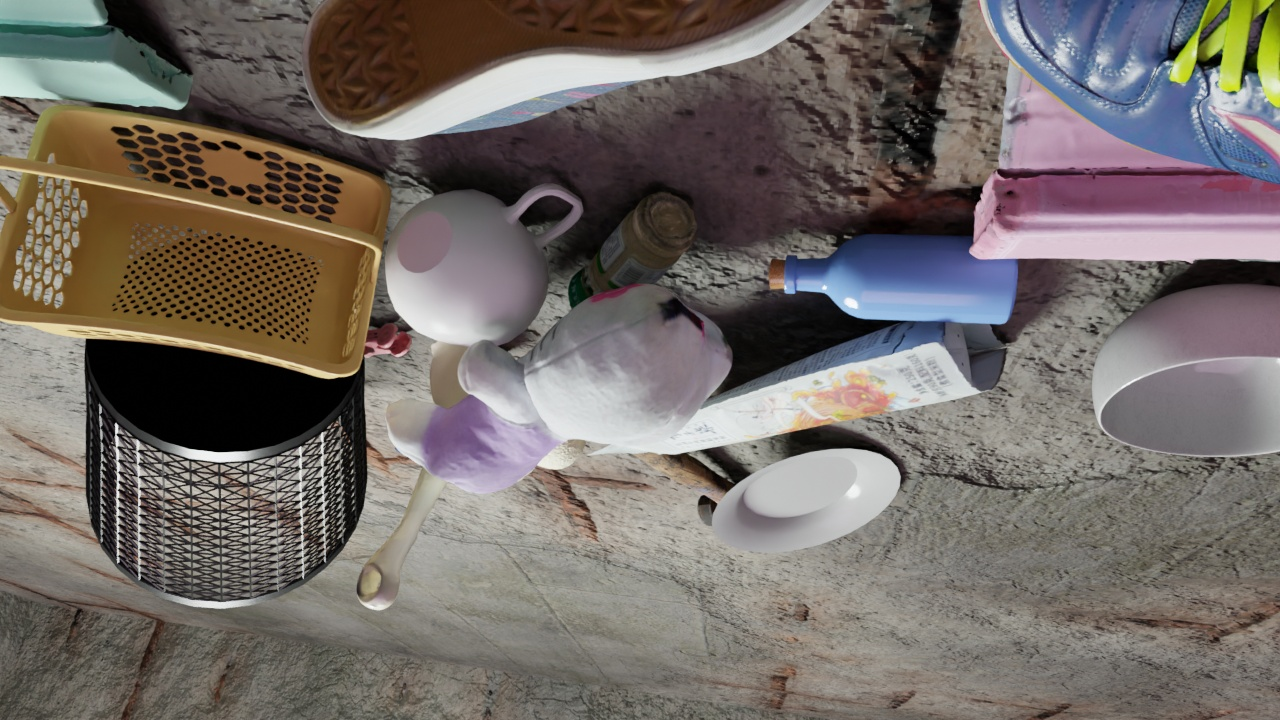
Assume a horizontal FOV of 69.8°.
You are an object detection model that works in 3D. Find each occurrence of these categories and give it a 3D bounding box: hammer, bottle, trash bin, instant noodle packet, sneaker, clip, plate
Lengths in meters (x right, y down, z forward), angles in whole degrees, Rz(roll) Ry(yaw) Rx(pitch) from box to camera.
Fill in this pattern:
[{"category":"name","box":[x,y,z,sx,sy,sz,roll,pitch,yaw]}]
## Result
[{"category":"hammer","box":[0.031,0.086,0.809,0.120,0.033,0.330,-14,149,32]},{"category":"bottle","box":[0.138,-0.047,0.515,0.131,0.048,0.048,3,153,13]},{"category":"trash bin","box":[-0.303,0.044,0.683,0.217,0.216,0.244,17,146,-14]},{"category":"instant noodle packet","box":[0.105,0.032,0.634,0.270,0.057,0.146,-23,165,39]},{"category":"sneaker","box":[0.233,-0.101,0.296,0.242,0.090,0.116,18,122,3]},{"category":"clip","box":[-0.203,-0.012,0.731,0.060,0.023,0.041,2,157,28]},{"category":"bottle","box":[-0.007,-0.059,0.548,0.042,0.042,0.110,19,150,-19]},{"category":"sneaker","box":[-0.025,-0.144,0.373,0.236,0.087,0.079,-8,-177,25]},{"category":"plate","box":[0.148,0.123,0.833,0.172,0.019,0.173,-7,141,-6]}]

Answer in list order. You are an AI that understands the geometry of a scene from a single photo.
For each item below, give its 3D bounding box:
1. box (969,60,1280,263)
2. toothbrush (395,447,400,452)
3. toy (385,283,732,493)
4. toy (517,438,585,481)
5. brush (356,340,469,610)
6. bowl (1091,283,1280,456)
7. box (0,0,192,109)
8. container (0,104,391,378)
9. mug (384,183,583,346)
[{"category":"box","box":[0.267,-0.083,0.381,0.233,0.075,0.173,2,150,15]},{"category":"toothbrush","box":[-0.176,0.070,0.883,0.190,0.017,0.016,-13,146,38]},{"category":"toy","box":[-0.047,0.022,0.548,0.210,0.085,0.137,-25,163,30]},{"category":"toy","box":[-0.076,0.062,0.799,0.112,0.050,0.087,-36,139,-1]},{"category":"brush","box":[-0.138,0.067,0.627,0.077,0.271,0.062,35,117,-16]},{"category":"bowl","box":[0.331,0.001,0.524,0.132,0.064,0.132,8,153,4]},{"category":"box","box":[-0.335,-0.171,0.440,0.187,0.056,0.138,5,159,8]},{"category":"container","box":[-0.239,-0.065,0.506,0.183,0.129,0.167,11,165,-16]},{"category":"mug","box":[-0.090,-0.063,0.532,0.124,0.090,0.076,-34,153,11]}]
